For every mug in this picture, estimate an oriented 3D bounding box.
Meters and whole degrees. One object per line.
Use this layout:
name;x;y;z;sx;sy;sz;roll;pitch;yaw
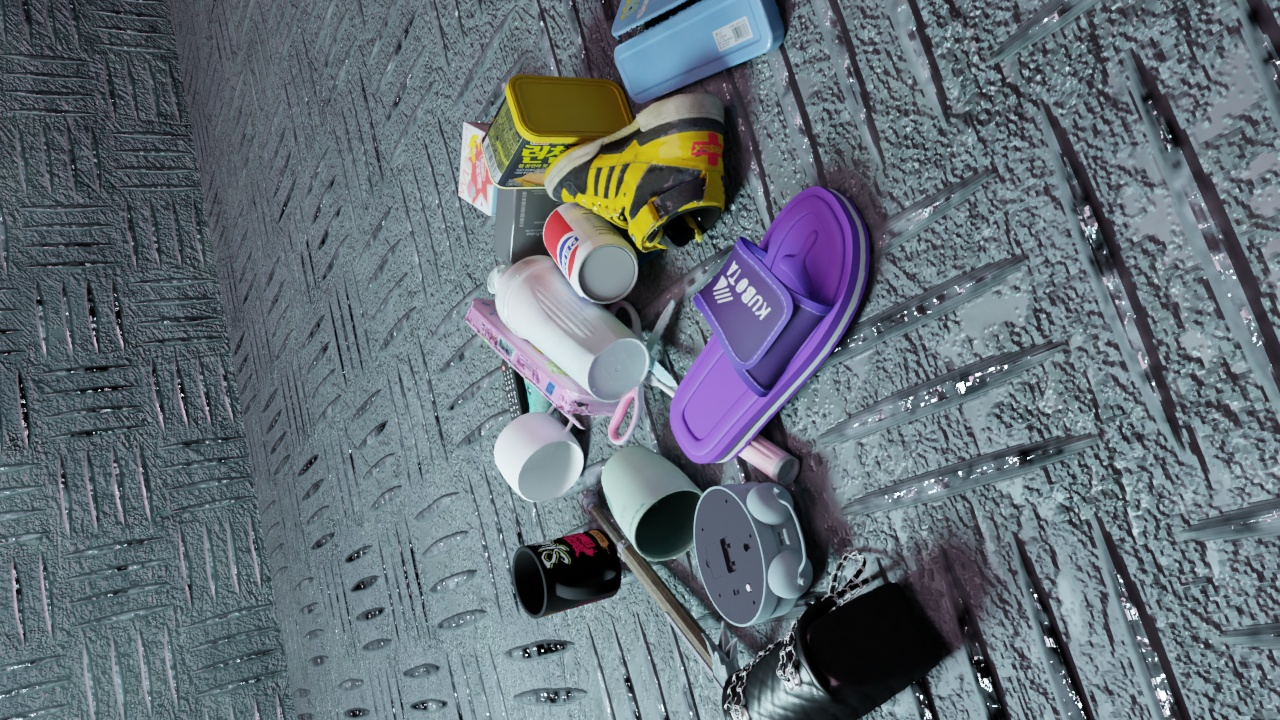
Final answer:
mug;-0.075;0.245;1.041;0.118;0.098;0.082;5;100;55
mug;-0.116;0.104;1.086;0.068;0.094;0.116;43;107;45
mug;0.013;0.148;0.923;0.104;0.084;0.111;43;158;54

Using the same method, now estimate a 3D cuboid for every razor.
razor;-0.021;-0.091;0.971;0.144;0.022;0.042;-34;69;52

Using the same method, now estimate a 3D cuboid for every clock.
clock;0.099;0.164;0.801;0.160;0.045;0.122;-44;56;59

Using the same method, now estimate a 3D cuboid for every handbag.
handbag;0.131;0.228;0.714;0.154;0.124;0.114;-55;52;45

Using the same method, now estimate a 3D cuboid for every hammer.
hammer;0.012;0.234;0.958;0.317;0.028;0.147;43;154;49

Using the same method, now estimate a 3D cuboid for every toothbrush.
toothbrush;0.067;0.054;0.865;0.223;0.026;0.027;34;104;49

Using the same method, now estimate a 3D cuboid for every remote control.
remote control;-0.159;0.061;1.203;0.033;0.015;0.146;-22;78;55

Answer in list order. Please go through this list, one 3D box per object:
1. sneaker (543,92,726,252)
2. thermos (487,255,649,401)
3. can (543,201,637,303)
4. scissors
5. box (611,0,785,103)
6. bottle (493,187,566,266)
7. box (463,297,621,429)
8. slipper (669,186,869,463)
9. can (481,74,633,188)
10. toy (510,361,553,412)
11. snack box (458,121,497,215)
sneaker;-0.006;-0.156;0.876;0.239;0.085;0.122;-15;79;52
thermos;-0.076;-0.037;0.969;0.220;0.099;0.099;41;128;47
can;-0.052;-0.112;0.944;0.132;0.070;0.070;-126;41;-57
scissors;-0.006;0.000;0.945;0.171;0.013;0.176;-66;33;28
box;0.042;-0.311;0.822;0.210;0.043;0.125;-1;96;54
bottle;-0.123;-0.150;1.054;0.046;0.083;0.174;38;127;46
box;-0.122;0.009;1.058;0.230;0.084;0.071;39;114;40
slipper;0.080;-0.019;0.753;0.267;0.083;0.107;-60;45;34
can;-0.088;-0.232;0.948;0.101;0.130;0.072;-41;62;54
toy;-0.133;0.027;1.144;0.085;0.033;0.105;-40;61;52
snack box;-0.163;-0.230;1.100;0.095;0.079;0.093;36;125;46
